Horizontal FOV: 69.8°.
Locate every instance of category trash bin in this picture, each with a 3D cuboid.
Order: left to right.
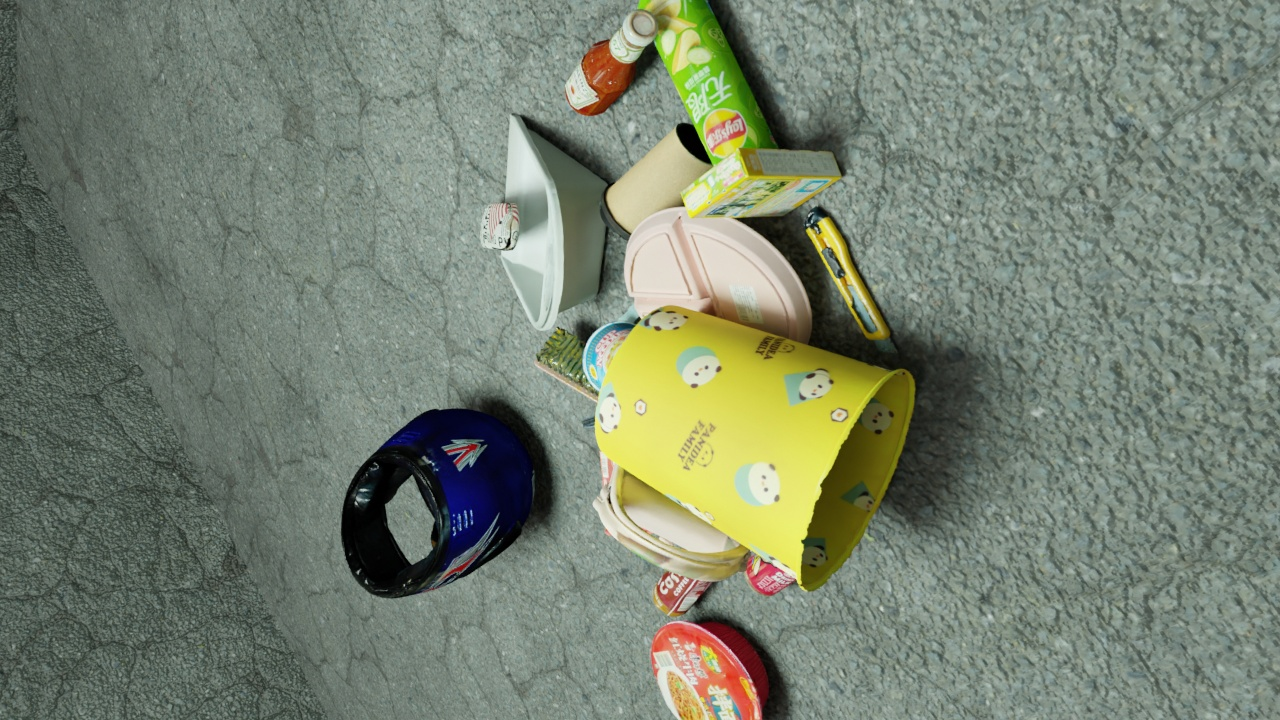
[{"bbox_3d":[0.108,0.071,0.929,0.255,0.228,0.230,24,124,29],"label":"trash bin"}]

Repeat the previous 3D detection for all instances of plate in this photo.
[{"bbox_3d":[0.077,-0.065,1.007,0.230,0.028,0.230,24,142,19],"label":"plate"}]

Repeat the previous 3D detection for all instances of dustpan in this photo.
[{"bbox_3d":[-0.142,-0.163,1.172,0.258,0.142,0.223,31,128,31],"label":"dustpan"}]

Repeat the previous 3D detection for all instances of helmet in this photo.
[{"bbox_3d":[-0.299,0.215,1.426,0.247,0.239,0.316,51,126,15],"label":"helmet"}]

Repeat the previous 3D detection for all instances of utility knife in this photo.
[{"bbox_3d":[-0.049,-0.021,1.235,0.029,0.013,0.219,57,140,8],"label":"utility knife"},{"bbox_3d":[0.213,-0.079,0.933,0.033,0.015,0.171,-34,82,51],"label":"utility knife"}]

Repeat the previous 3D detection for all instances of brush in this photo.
[{"bbox_3d":[-0.067,0.016,1.226,0.146,0.063,0.073,31,165,15],"label":"brush"}]

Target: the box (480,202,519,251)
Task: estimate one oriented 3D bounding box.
[{"bbox_3d":[-0.191,-0.178,1.224,0.068,0.051,0.164,-71,19,-1],"label":"box"}]

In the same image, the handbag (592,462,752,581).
[{"bbox_3d":[0.039,0.176,0.987,0.193,0.234,0.093,23,96,5],"label":"handbag"}]

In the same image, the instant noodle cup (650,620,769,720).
[{"bbox_3d":[0.103,0.429,1.246,0.194,0.065,0.194,21,122,38],"label":"instant noodle cup"}]

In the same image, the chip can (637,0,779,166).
[{"bbox_3d":[0.071,-0.287,0.943,0.073,0.072,0.221,-28,87,49],"label":"chip can"}]

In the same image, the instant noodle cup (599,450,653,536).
[{"bbox_3d":[0.011,0.154,1.169,0.138,0.137,0.108,-10,92,48],"label":"instant noodle cup"}]

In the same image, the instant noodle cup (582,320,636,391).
[{"bbox_3d":[-0.007,0.007,1.115,0.110,0.099,0.099,-157,54,-67],"label":"instant noodle cup"}]

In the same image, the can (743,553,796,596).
[{"bbox_3d":[0.179,0.230,1.084,0.053,0.053,0.133,53,137,14],"label":"can"}]

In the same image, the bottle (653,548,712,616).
[{"bbox_3d":[0.073,0.274,1.211,0.057,0.057,0.175,48,135,20],"label":"bottle"}]

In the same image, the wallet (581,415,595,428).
[{"bbox_3d":[-0.004,0.074,1.173,0.121,0.097,0.019,-21,68,50],"label":"wallet"}]

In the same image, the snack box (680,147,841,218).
[{"bbox_3d":[0.119,-0.171,0.895,0.087,0.140,0.033,-30,75,49],"label":"snack box"}]

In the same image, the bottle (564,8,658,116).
[{"bbox_3d":[-0.031,-0.321,0.992,0.060,0.059,0.206,69,161,-4],"label":"bottle"}]

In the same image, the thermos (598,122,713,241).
[{"bbox_3d":[0.022,-0.195,1.030,0.093,0.092,0.144,55,130,12],"label":"thermos"}]
